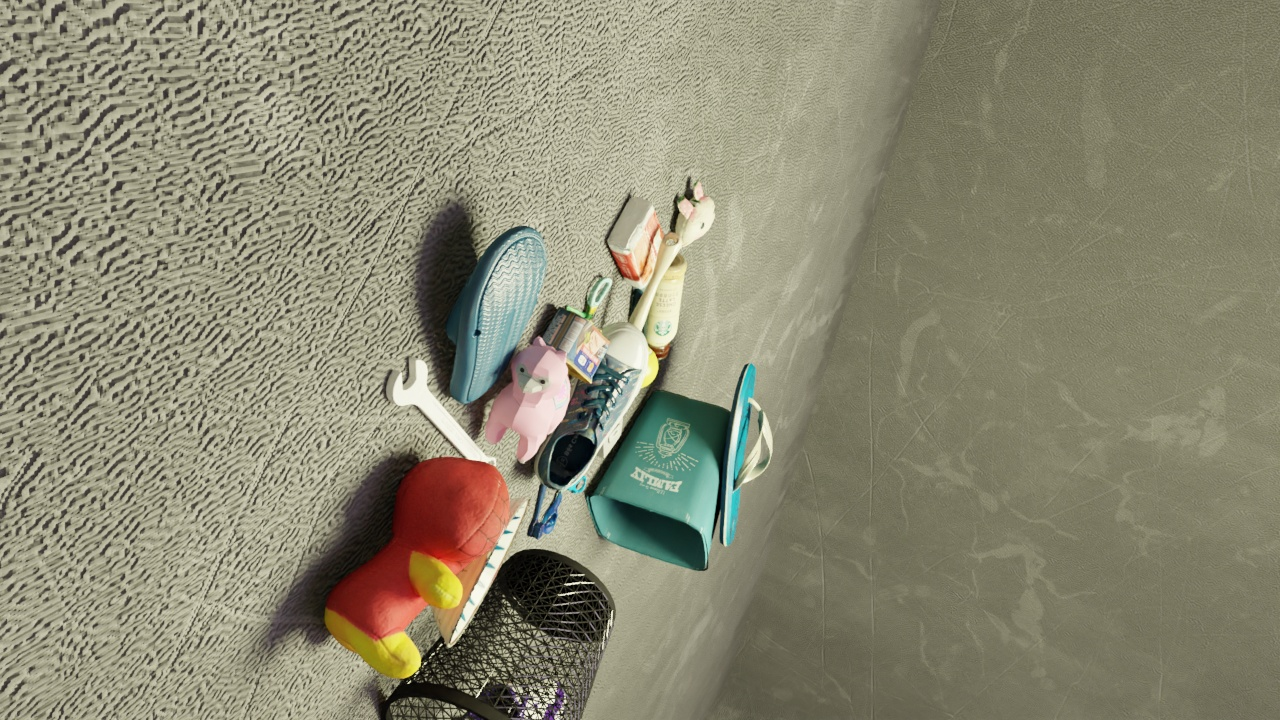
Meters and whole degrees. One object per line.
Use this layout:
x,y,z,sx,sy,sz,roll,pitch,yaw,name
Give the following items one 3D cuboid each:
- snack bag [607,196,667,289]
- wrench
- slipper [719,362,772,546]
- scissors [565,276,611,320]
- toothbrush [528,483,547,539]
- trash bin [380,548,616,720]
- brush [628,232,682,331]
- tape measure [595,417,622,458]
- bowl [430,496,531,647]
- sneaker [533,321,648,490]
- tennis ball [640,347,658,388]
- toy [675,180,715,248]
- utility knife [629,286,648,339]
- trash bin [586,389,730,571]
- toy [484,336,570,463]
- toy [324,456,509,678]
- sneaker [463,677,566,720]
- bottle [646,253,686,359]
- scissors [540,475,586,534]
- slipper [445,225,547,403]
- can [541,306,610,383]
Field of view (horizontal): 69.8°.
-0.003,-0.152,1.190,0.077,0.036,0.116,-63,160,-14,snack bag
-0.196,0.069,0.943,0.047,0.009,0.274,-62,160,-20,wrench
0.167,0.152,1.436,0.118,0.060,0.295,-20,117,-68,slipper
-0.067,-0.051,1.158,0.131,0.011,0.125,-64,158,-7,scissors
-0.121,0.155,1.223,0.016,0.017,0.190,-25,133,-64,toothbrush
-0.151,0.373,1.109,0.242,0.217,0.217,-57,159,-48,trash bin
-0.010,-0.042,1.206,0.272,0.062,0.077,-64,168,12,brush
-0.047,0.106,1.365,0.062,0.020,0.060,-52,155,-39,tape measure
-0.190,0.211,0.989,0.177,0.071,0.177,-63,177,-6,bowl
-0.056,0.064,1.148,0.235,0.087,0.079,-62,-166,3,sneaker
-0.008,0.008,1.299,0.065,0.065,0.065,-53,155,-38,tennis ball
0.079,-0.205,1.343,0.087,0.050,0.112,-52,149,-40,toy
-0.004,-0.052,1.309,0.020,0.029,0.203,-56,156,-48,utility knife
0.050,0.187,1.481,0.199,0.197,0.218,81,29,-56,trash bin
-0.113,0.034,0.990,0.158,0.067,0.123,-63,175,35,toy
-0.207,0.182,0.870,0.099,0.148,0.215,48,62,-36,toy
-0.185,0.502,1.326,0.243,0.092,0.111,-22,121,-65,sneaker
0.030,-0.077,1.324,0.056,0.056,0.162,-46,151,-48,bottle
-0.109,0.187,1.294,0.133,0.014,0.127,-63,160,-11,scissors
-0.151,-0.041,0.881,0.103,0.059,0.214,-41,161,-46,slipper
-0.078,-0.018,1.089,0.059,0.054,0.100,-62,157,-8,can
